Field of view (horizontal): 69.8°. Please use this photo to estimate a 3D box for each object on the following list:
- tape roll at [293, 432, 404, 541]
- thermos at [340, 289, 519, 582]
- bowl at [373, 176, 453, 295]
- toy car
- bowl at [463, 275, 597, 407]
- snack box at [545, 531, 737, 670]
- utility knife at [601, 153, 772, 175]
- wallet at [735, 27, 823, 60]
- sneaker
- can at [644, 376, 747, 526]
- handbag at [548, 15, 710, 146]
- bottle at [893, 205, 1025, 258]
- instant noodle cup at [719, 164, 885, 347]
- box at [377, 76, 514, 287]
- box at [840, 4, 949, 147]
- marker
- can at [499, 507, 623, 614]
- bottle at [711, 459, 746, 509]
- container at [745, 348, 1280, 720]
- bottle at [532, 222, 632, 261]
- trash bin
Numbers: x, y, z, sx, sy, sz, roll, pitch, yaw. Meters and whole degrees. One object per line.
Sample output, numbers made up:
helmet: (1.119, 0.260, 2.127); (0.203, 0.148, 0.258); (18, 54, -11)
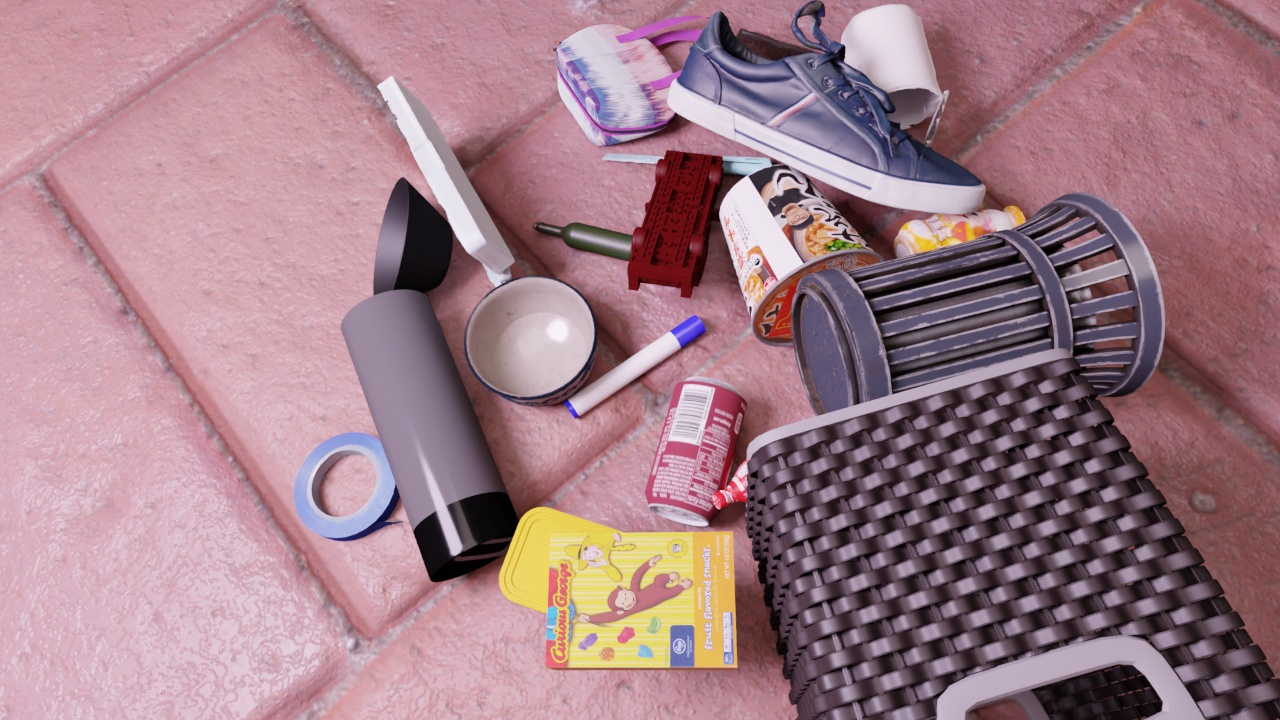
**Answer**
tape roll: (-0.256, 0.110, 0.803); (0.091, 0.016, 0.093); (-15, 68, 0)
thermos: (-0.179, 0.061, 0.780); (0.082, 0.082, 0.240); (-24, 68, -4)
bowl: (-0.206, -0.102, 0.849); (0.052, 0.124, 0.124); (9, 66, -27)
toy car: (0.034, -0.120, 0.837); (0.070, 0.062, 0.169); (9, 49, 9)
bowl: (-0.092, -0.010, 0.811); (0.115, 0.059, 0.115); (-2, 69, 5)
snack box: (0.002, 0.166, 0.632); (0.126, 0.040, 0.088); (-2, 69, 5)
utility knife: (0.045, -0.192, 0.895); (0.168, 0.015, 0.022); (5, 56, 11)
wallet: (0.121, -0.269, 0.910); (0.099, 0.031, 0.119); (22, 70, 11)
sneaker: (0.174, -0.226, 0.800); (0.294, 0.120, 0.127); (29, 118, 12)
can: (0.046, 0.075, 0.763); (0.063, 0.063, 0.114); (13, 71, 10)
handbag: (0.007, -0.295, 0.917); (0.169, 0.068, 0.144); (-28, 69, -12)
bottle: (0.283, -0.104, 0.810); (0.109, 0.063, 0.063); (-18, 68, -1)
instant noodle cup: (0.131, -0.097, 0.800); (0.123, 0.124, 0.121); (-21, 59, -3)
box: (-0.167, -0.152, 0.832); (0.043, 0.136, 0.197); (-29, 69, -3)
box: (0.247, -0.254, 0.865); (0.092, 0.081, 0.160); (-3, 69, -8)
marker: (-0.005, 0.005, 0.819); (0.141, 0.020, 0.020); (-34, 69, -8)
can: (-0.031, 0.173, 0.711); (0.131, 0.101, 0.072); (16, 71, 11)
bottle: (0.119, 0.086, 0.746); (0.141, 0.042, 0.042); (-22, 67, -23)
container: (0.212, 0.168, 0.617); (0.247, 0.246, 0.243); (-16, 65, -1)
bottle: (-0.052, -0.116, 0.867); (0.106, 0.025, 0.025); (15, 71, 11)
trash bin: (0.247, -0.024, 0.715); (0.227, 0.164, 0.164); (-14, 68, -6)
